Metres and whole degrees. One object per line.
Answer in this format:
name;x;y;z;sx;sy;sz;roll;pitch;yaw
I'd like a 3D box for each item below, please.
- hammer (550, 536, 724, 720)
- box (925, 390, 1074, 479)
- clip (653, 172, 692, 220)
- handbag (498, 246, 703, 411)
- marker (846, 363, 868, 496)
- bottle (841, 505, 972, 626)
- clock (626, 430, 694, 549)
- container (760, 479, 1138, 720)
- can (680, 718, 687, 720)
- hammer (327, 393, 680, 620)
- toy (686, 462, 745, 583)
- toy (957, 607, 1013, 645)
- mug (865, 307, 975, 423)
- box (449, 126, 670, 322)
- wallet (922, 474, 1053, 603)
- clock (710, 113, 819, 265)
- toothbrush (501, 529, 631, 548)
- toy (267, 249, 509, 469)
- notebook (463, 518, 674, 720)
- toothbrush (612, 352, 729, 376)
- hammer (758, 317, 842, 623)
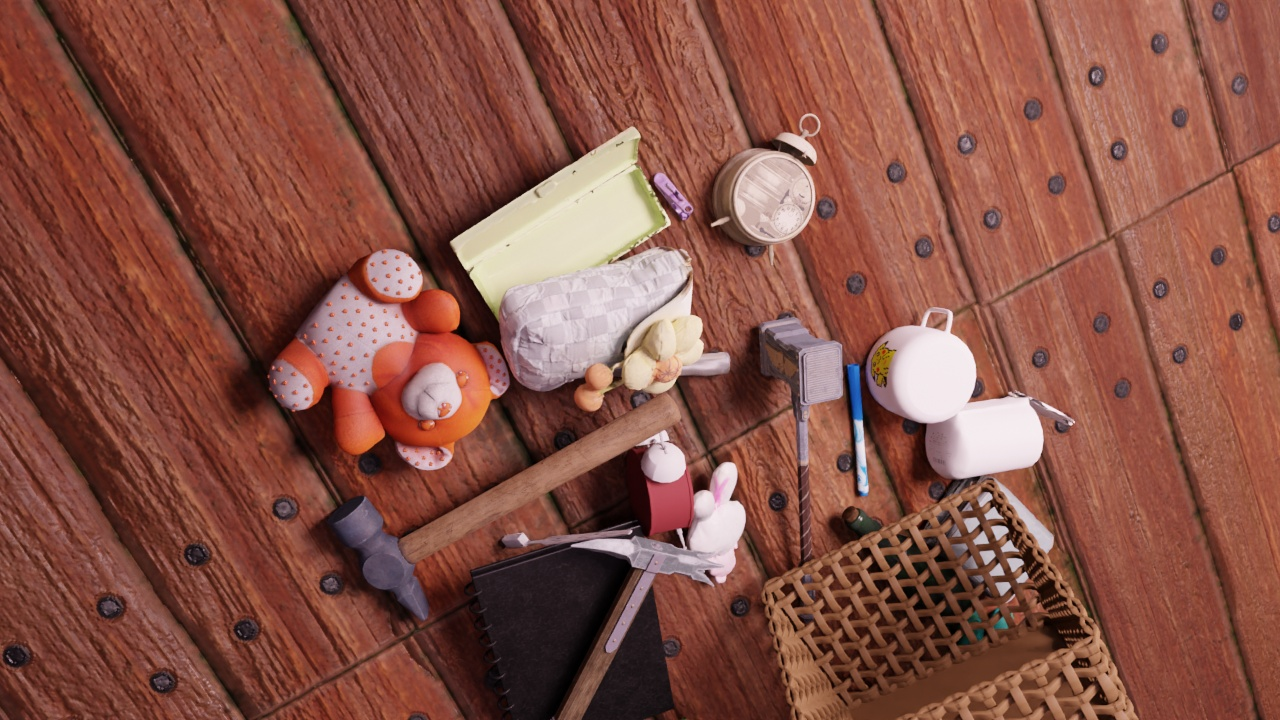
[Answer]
hammer;-0.055;0.302;0.864;0.147;0.028;0.317;18;106;-27
box;0.380;0.072;0.957;0.159;0.081;0.091;-4;92;-16
clip;0.032;-0.150;0.860;0.014;0.045;0.050;-40;64;-7
handbag;-0.033;-0.019;0.801;0.171;0.123;0.113;-14;145;-15
marker;0.225;0.073;0.950;0.013;0.013;0.142;-10;102;-13
bottle;0.276;0.210;0.965;0.174;0.055;0.055;41;87;-16
clock;0.017;0.111;0.862;0.044;0.087;0.125;-9;112;-14
container;0.286;0.299;0.849;0.252;0.219;0.214;-28;115;11
can;-0.001;0.424;0.913;0.144;0.083;0.083;-21;104;-11
hammer;-0.108;0.117;0.822;0.322;0.040;0.129;-29;109;5
toy;0.074;0.164;0.905;0.075;0.037;0.126;-36;131;-36
toy;0.377;0.370;1.015;0.130;0.072;0.193;7;88;-16
mug;0.285;0.003;0.924;0.094;0.068;0.115;14;96;-17
box;-0.072;-0.121;0.815;0.188;0.061;0.133;-34;145;-6
wallet;0.376;0.192;0.989;0.131;0.054;0.100;41;89;-20
clock;0.129;-0.169;0.861;0.093;0.054;0.141;30;93;-18
toothbrush;-0.069;0.155;0.812;0.010;0.182;0.010;54;49;-16
toy;-0.205;0.008;0.784;0.172;0.093;0.163;39;87;-19
notebook;-0.063;0.274;0.880;0.169;0.019;0.232;-15;116;-12
toothbrush;-0.005;0.005;0.874;0.185;0.022;0.024;-1;66;-13
hammer;0.163;0.125;0.914;0.044;0.098;0.322;-10;110;-13
